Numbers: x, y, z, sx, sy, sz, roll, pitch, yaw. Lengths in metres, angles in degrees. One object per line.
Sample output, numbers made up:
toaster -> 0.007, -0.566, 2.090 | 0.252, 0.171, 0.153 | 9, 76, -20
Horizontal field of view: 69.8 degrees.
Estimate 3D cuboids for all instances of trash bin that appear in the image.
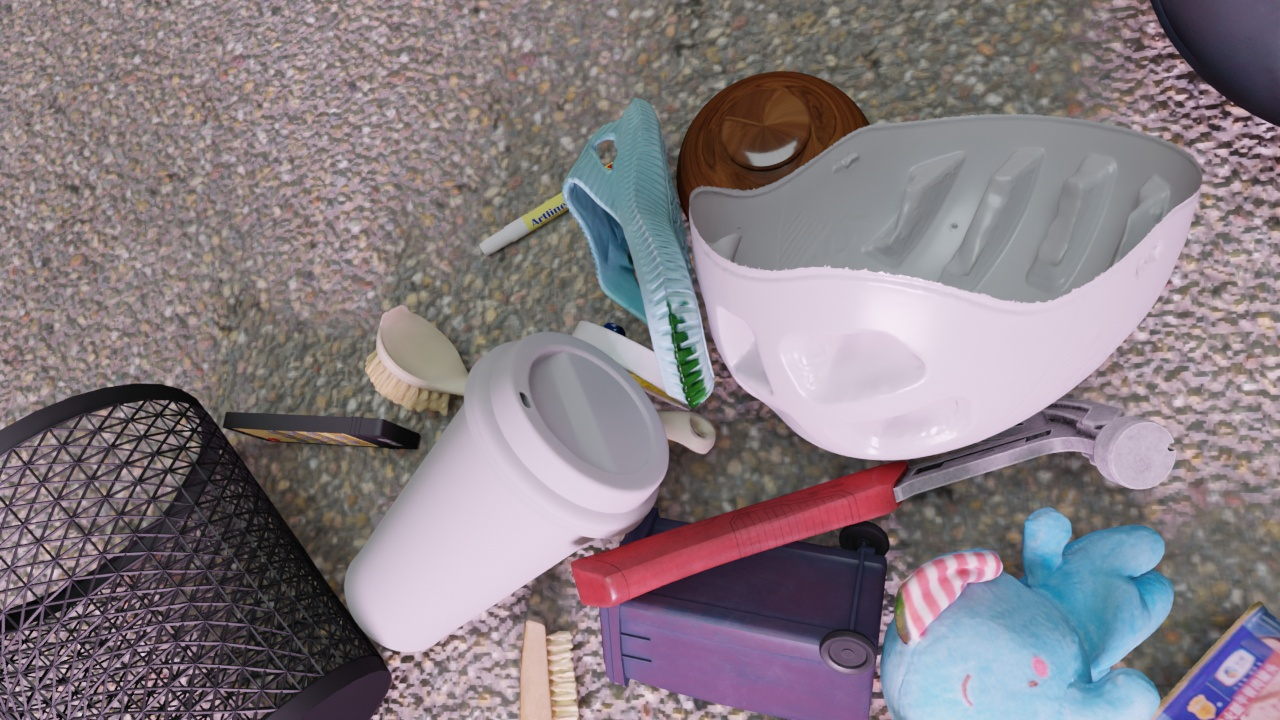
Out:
trash bin -> 0.059, 0.149, 0.547 | 0.161, 0.092, 0.093 | 7, 32, 16
trash bin -> -0.306, 0.176, 0.598 | 0.243, 0.217, 0.217 | 41, 88, 15

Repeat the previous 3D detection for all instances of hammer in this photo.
hammer -> 0.115, 0.079, 0.517 | 0.315, 0.126, 0.036 | -16, 99, -5

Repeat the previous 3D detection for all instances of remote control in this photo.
remote control -> -0.238, 0.053, 0.685 | 0.133, 0.058, 0.013 | 1, 74, 17

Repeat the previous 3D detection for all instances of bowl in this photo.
bowl -> 0.092, -0.148, 0.645 | 0.147, 0.069, 0.147 | -4, 73, 14

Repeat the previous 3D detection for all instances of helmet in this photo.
helmet -> 0.432, -0.227, 0.486 | 0.316, 0.248, 0.236 | 38, 115, 19
helmet -> 0.171, -0.064, 0.528 | 0.281, 0.184, 0.224 | -40, 44, -16

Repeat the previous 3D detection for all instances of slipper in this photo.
slipper -> -0.003, -0.072, 0.583 | 0.069, 0.116, 0.275 | -16, 38, 7

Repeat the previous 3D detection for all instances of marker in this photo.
marker -> -0.066, -0.119, 0.710 | 0.132, 0.014, 0.014 | -30, 69, 6

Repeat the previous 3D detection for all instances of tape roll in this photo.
tape roll -> -0.004, 0.004, 0.615 | 0.094, 0.094, 0.019 | 26, 84, 20

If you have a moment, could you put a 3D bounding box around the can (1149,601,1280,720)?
can -> 0.322, 0.185, 0.486 | 0.100, 0.054, 0.059 | -45, 50, -3

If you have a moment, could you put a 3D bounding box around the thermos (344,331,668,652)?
thermos -> -0.095, 0.093, 0.570 | 0.222, 0.131, 0.131 | -44, 65, 30

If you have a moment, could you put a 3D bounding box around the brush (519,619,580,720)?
brush -> -0.059, 0.227, 0.592 | 0.039, 0.049, 0.117 | -2, 72, -9

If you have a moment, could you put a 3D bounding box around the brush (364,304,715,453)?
brush -> -0.076, 0.023, 0.636 | 0.272, 0.077, 0.061 | 15, 40, 22

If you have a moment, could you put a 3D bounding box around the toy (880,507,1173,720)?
toy -> 0.218, 0.160, 0.488 | 0.180, 0.115, 0.183 | -26, 111, -6

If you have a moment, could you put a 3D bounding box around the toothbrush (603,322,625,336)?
toothbrush -> -0.072, 0.050, 0.662 | 0.016, 0.017, 0.190 | 35, 86, 26
